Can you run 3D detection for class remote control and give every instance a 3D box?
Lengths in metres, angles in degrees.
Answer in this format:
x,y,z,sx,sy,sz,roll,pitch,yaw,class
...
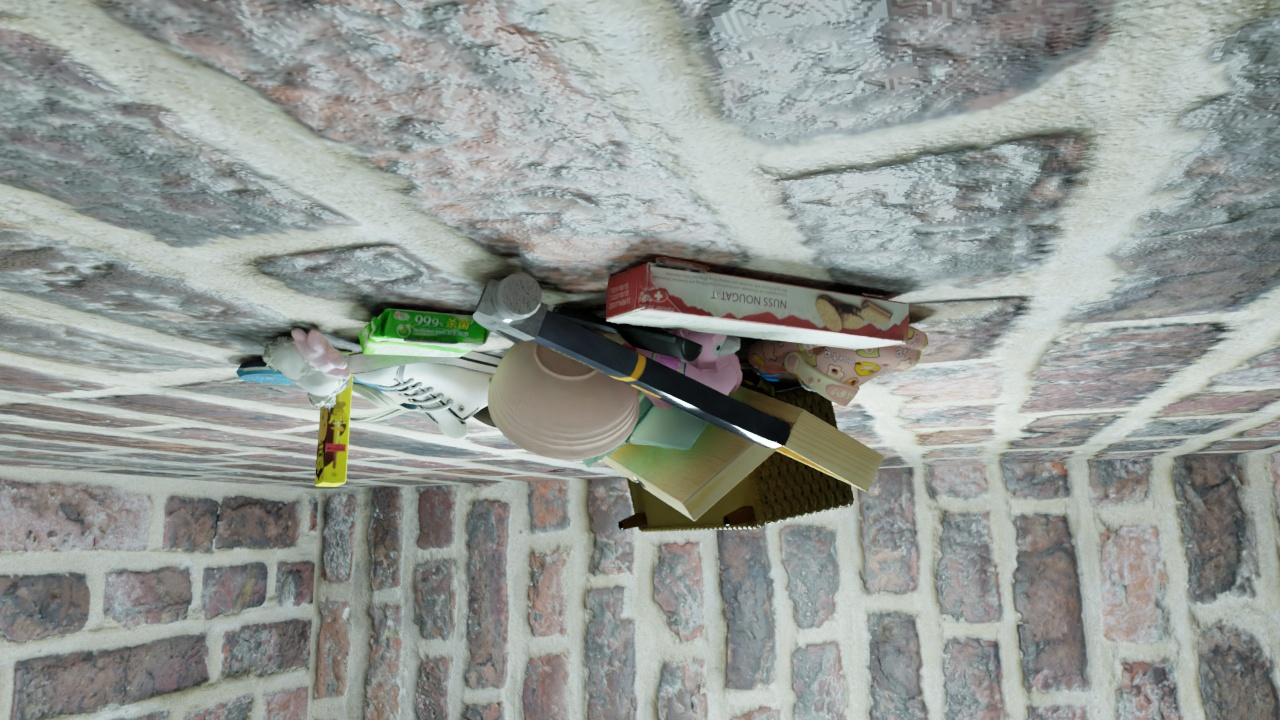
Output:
x,y,z,sx,sy,sz,roll,pitch,yaw,class
-0.014,-0.025,0.829,0.141,0.021,0.045,16,179,31,remote control

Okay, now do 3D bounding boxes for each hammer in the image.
x,y,z,sx,sy,sz,roll,pitch,yaw,class
0.001,0.009,0.807,0.312,0.035,0.139,25,168,-20,hammer

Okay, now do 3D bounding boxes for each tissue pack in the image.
x,y,z,sx,sy,sz,roll,pitch,yaw,class
-0.208,-0.025,0.886,0.113,0.034,0.100,5,170,-28,tissue pack

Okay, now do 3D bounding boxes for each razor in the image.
x,y,z,sx,sy,sz,roll,pitch,yaw,class
0.097,0.000,0.981,0.044,0.021,0.144,34,176,43,razor

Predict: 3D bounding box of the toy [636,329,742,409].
x,y,z,sx,sy,sz,roll,pitch,yaw,class
0.047,-0.002,0.897,0.123,0.067,0.158,17,152,26,toy

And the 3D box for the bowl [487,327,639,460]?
x,y,z,sx,sy,sz,roll,pitch,yaw,class
-0.072,0.017,0.894,0.153,0.152,0.076,1,135,-9,bowl

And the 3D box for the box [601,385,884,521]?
x,y,z,sx,sy,sz,roll,pitch,yaw,class
0.100,0.086,1.034,0.252,0.119,0.248,-12,-168,-22,box

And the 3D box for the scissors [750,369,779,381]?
x,y,z,sx,sy,sz,roll,pitch,yaw,class
0.132,0.018,1.178,0.126,0.013,0.126,11,163,-31,scissors

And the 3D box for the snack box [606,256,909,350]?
x,y,z,sx,sy,sz,roll,pitch,yaw,class
0.107,-0.044,0.791,0.272,0.044,0.077,6,173,-27,snack box

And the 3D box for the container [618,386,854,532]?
x,y,z,sx,sy,sz,roll,pitch,yaw,class
0.108,0.156,1.339,0.204,0.176,0.322,-10,176,-36,container

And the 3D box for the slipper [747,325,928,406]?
x,y,z,sx,sy,sz,roll,pitch,yaw,class
0.199,0.006,0.954,0.198,0.081,0.093,-7,167,40,slipper

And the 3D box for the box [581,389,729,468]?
x,y,z,sx,sy,sz,roll,pitch,yaw,class
0.025,0.050,1.008,0.139,0.055,0.186,-18,-163,30,box

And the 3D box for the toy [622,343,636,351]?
x,y,z,sx,sy,sz,roll,pitch,yaw,class
-0.006,0.006,1.017,0.050,0.065,0.102,36,162,-12,toy

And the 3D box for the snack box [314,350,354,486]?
x,y,z,sx,sy,sz,roll,pitch,yaw,class
-0.346,0.066,1.038,0.025,0.148,0.061,6,167,-27,snack box

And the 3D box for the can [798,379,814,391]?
x,y,z,sx,sy,sz,roll,pitch,yaw,class
0.222,0.008,1.051,0.044,0.044,0.107,3,168,-19,can

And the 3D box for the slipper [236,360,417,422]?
x,y,z,sx,sy,sz,roll,pitch,yaw,class
-0.343,0.039,1.140,0.294,0.060,0.118,6,164,-29,slipper

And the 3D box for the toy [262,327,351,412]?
x,y,z,sx,sy,sz,roll,pitch,yaw,class
-0.338,0.001,0.951,0.095,0.041,0.109,42,139,-17,toy

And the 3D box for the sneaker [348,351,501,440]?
x,y,z,sx,sy,sz,roll,pitch,yaw,class
-0.228,0.041,1.050,0.091,0.097,0.245,-7,167,29,sneaker
